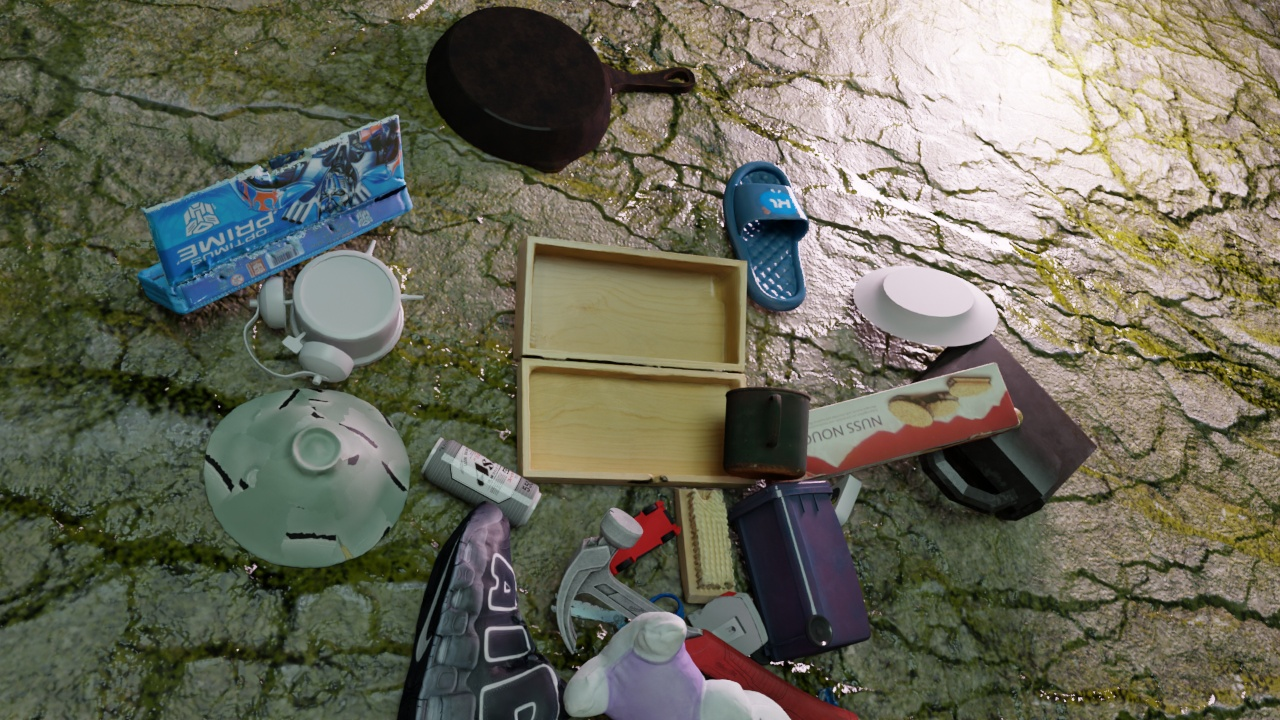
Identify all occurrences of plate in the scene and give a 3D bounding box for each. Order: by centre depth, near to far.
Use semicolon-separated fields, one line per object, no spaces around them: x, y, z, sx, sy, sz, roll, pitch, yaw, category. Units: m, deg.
0.349;-0.077;1.119;0.173;0.019;0.172;2;38;-1;plate

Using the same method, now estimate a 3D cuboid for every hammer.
0.066;0.268;0.822;0.315;0.036;0.126;34;100;-6;hammer

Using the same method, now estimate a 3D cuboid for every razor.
0.130;0.341;0.852;0.140;0.018;0.043;-7;66;-25;razor

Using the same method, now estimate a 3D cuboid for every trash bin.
0.150;0.202;0.892;0.092;0.094;0.160;1;64;-32;trash bin

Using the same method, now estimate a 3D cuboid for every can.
-0.147;0.113;0.849;0.106;0.044;0.043;29;56;-5;can

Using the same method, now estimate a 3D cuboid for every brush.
0.065;0.178;0.902;0.049;0.039;0.117;7;62;-20;brush

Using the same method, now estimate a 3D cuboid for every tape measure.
0.082;0.251;0.858;0.060;0.062;0.020;58;23;14;tape measure
0.200;0.155;0.956;0.017;0.064;0.064;35;49;-1;tape measure

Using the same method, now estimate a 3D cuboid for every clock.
-0.294;-0.040;0.867;0.158;0.061;0.120;-37;80;-28;clock

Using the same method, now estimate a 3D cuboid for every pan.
-0.082;-0.349;1.127;0.355;0.043;0.248;-11;68;-27;pan

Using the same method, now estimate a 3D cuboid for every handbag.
0.393;0.084;1.047;0.198;0.103;0.197;-36;80;-33;handbag

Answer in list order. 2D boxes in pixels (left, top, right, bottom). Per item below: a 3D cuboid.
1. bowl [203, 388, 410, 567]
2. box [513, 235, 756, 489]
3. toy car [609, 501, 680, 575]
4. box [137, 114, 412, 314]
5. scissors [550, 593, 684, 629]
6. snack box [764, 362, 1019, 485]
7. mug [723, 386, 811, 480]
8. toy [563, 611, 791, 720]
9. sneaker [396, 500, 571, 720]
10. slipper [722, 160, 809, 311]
-0.283;0.088;0.793;0.174;0.068;0.174;10;61;-19;bowl
-0.005;0.004;0.951;0.246;0.076;0.256;4;70;-19;box
-0.005;0.172;0.885;0.089;0.025;0.038;-27;75;-32;toy car
-0.323;-0.123;0.841;0.242;0.167;0.075;-34;92;-32;box
-0.022;0.235;0.855;0.134;0.016;0.073;20;62;-5;scissors
0.259;0.072;0.975;0.273;0.044;0.076;-13;72;-4;snack box
0.125;0.071;0.898;0.085;0.111;0.081;4;77;1;mug
0.036;0.302;0.761;0.137;0.085;0.209;-41;108;1;toy
-0.109;0.246;0.766;0.150;0.097;0.252;19;58;-18;sneaker
0.156;-0.158;1.111;0.103;0.059;0.213;6;62;-17;slipper
